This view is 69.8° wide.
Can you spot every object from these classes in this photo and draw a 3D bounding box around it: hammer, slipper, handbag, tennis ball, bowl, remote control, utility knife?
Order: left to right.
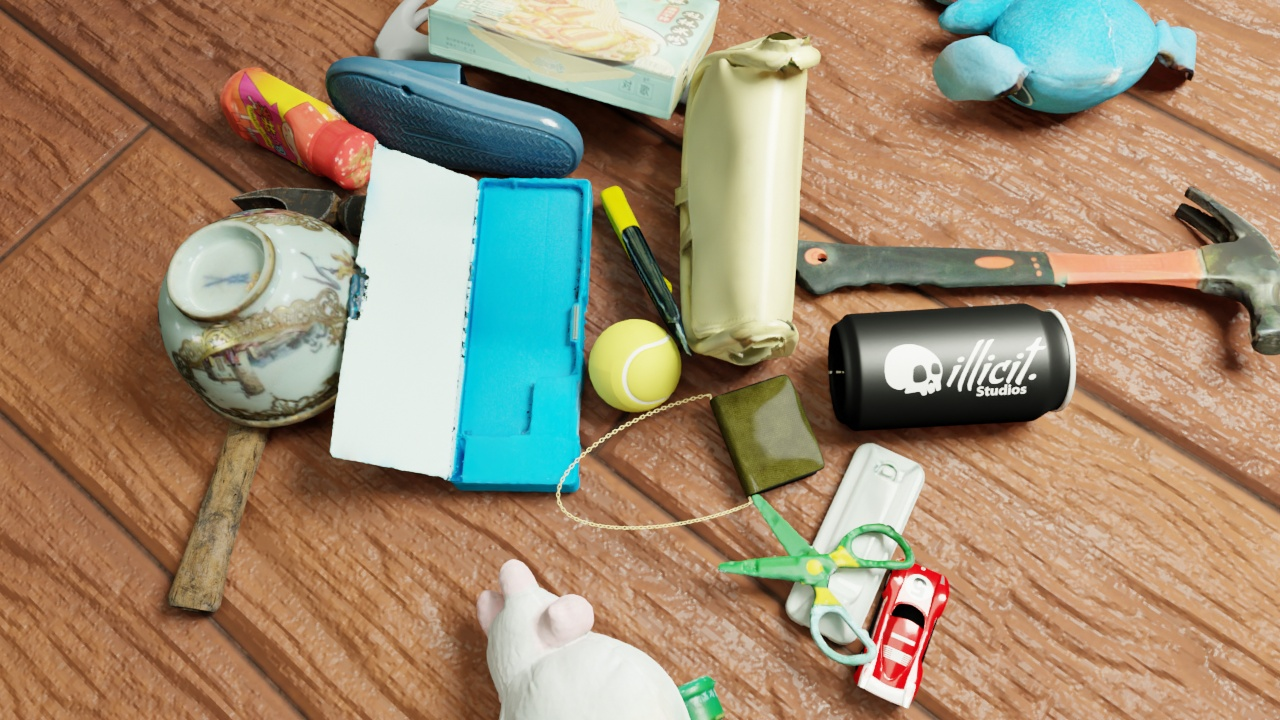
[{"bbox_3d":[-0.291,0.018,0.684,0.120,0.033,0.329,5,69,11],"label":"hammer"},{"bbox_3d":[-0.267,-0.043,0.636,0.160,0.094,0.159,-3,69,7],"label":"bowl"},{"bbox_3d":[-0.146,-0.197,0.721,0.214,0.104,0.059,14,68,5],"label":"slipper"},{"bbox_3d":[-0.074,-0.251,0.776,0.311,0.029,0.124,10,70,8],"label":"hammer"},{"bbox_3d":[-0.004,0.004,0.646,0.065,0.065,0.065,-2,68,4],"label":"tennis ball"},{"bbox_3d":[0.005,-0.069,0.671,0.020,0.029,0.174,-23,52,0],"label":"utility knife"},{"bbox_3d":[0.031,0.070,0.629,0.178,0.027,0.084,-18,75,-9],"label":"handbag"},{"bbox_3d":[0.070,-0.109,0.634,0.088,0.191,0.232,4,86,0],"label":"handbag"},{"bbox_3d":[0.144,0.119,0.611,0.050,0.022,0.133,25,72,13],"label":"remote control"},{"bbox_3d":[0.278,-0.068,0.665,0.333,0.033,0.132,1,57,8],"label":"hammer"}]

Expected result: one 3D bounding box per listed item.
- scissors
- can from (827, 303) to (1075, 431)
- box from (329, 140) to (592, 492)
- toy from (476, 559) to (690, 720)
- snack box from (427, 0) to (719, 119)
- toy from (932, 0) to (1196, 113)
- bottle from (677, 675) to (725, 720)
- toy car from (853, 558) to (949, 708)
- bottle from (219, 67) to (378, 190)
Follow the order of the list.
[{"bbox_3d":[0.112,0.141,0.586,0.127,0.012,0.123,-2,67,5],"label":"scissors"},{"bbox_3d":[0.206,0.004,0.622,0.146,0.080,0.080,-3,68,3],"label":"can"},{"bbox_3d":[-0.123,-0.029,0.669,0.175,0.060,0.243,8,68,-16],"label":"box"},{"bbox_3d":[-0.044,0.201,0.542,0.101,0.139,0.179,-10,49,-38],"label":"toy"},{"bbox_3d":[-0.048,-0.261,0.722,0.193,0.044,0.141,17,45,7],"label":"snack box"},{"bbox_3d":[0.330,-0.271,0.725,0.224,0.099,0.191,-8,56,-7],"label":"toy"},{"bbox_3d":[0.046,0.251,0.556,0.042,0.043,0.110,-22,69,-5],"label":"bottle"},{"bbox_3d":[0.168,0.173,0.586,0.038,0.025,0.089,22,71,12],"label":"toy car"},{"bbox_3d":[-0.271,-0.184,0.738,0.134,0.072,0.048,29,62,17],"label":"bottle"}]
